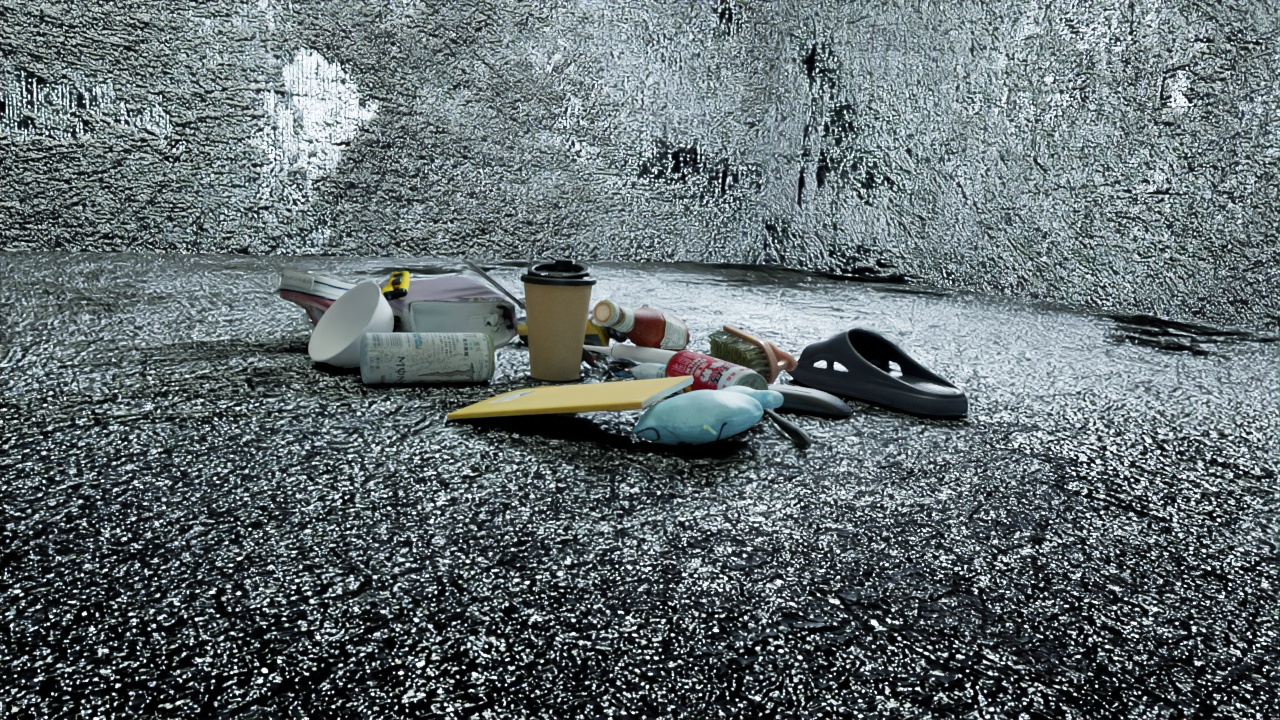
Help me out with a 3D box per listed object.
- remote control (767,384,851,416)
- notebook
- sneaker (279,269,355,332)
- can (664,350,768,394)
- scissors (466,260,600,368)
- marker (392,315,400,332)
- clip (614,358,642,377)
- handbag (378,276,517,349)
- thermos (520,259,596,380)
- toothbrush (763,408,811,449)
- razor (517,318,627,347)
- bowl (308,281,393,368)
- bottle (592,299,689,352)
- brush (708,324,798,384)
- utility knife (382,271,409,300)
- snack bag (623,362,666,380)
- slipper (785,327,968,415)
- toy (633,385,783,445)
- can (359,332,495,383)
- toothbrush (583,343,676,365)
[{"bbox_3d":[0.171,0.042,1.040,0.137,0.024,0.053,8,12,25],"label":"remote control"},{"bbox_3d":[-0.066,0.036,0.912,0.207,0.010,0.145,-5,6,22],"label":"notebook"},{"bbox_3d":[-0.426,-0.067,1.285,0.118,0.088,0.241,12,-1,12],"label":"sneaker"},{"bbox_3d":[0.083,0.025,1.019,0.053,0.053,0.133,-2,11,-30],"label":"can"},{"bbox_3d":[-0.139,-0.058,1.224,0.189,0.015,0.224,36,-4,40],"label":"scissors"},{"bbox_3d":[-0.331,-0.035,1.192,0.015,0.018,0.124,-10,-10,-31],"label":"marker"},{"bbox_3d":[-0.007,0.009,1.186,0.027,0.044,0.058,8,2,38],"label":"clip"},{"bbox_3d":[-0.263,-0.057,1.233,0.144,0.098,0.197,-15,18,-24],"label":"handbag"},{"bbox_3d":[-0.102,-0.051,1.128,0.093,0.143,0.093,3,10,-1],"label":"thermos"},{"bbox_3d":[0.146,0.063,0.933,0.018,0.016,0.181,11,8,-8],"label":"toothbrush"},{"bbox_3d":[-0.100,-0.045,1.357,0.167,0.067,0.062,-2,8,7],"label":"razor"},{"bbox_3d":[-0.340,-0.031,1.124,0.118,0.118,0.065,14,-25,47],"label":"bowl"},{"bbox_3d":[0.001,-0.047,1.266,0.060,0.059,0.205,9,-4,30],"label":"bottle"},{"bbox_3d":[0.145,-0.005,1.190,0.073,0.063,0.146,-11,14,-17],"label":"brush"},{"bbox_3d":[-0.320,-0.102,1.205,0.033,0.015,0.177,-12,17,-10],"label":"utility knife"},{"bbox_3d":[0.026,0.018,1.123,0.045,0.026,0.105,-9,13,-38],"label":"snack bag"},{"bbox_3d":[0.293,0.004,1.141,0.110,0.083,0.268,-1,12,-32],"label":"slipper"},{"bbox_3d":[0.067,0.050,0.865,0.161,0.050,0.156,-10,2,-11],"label":"toy"},{"bbox_3d":[-0.244,-0.003,1.053,0.146,0.058,0.058,0,11,-23],"label":"can"},{"bbox_3d":[-0.009,-0.007,1.259,0.221,0.026,0.026,9,-11,32],"label":"toothbrush"}]
